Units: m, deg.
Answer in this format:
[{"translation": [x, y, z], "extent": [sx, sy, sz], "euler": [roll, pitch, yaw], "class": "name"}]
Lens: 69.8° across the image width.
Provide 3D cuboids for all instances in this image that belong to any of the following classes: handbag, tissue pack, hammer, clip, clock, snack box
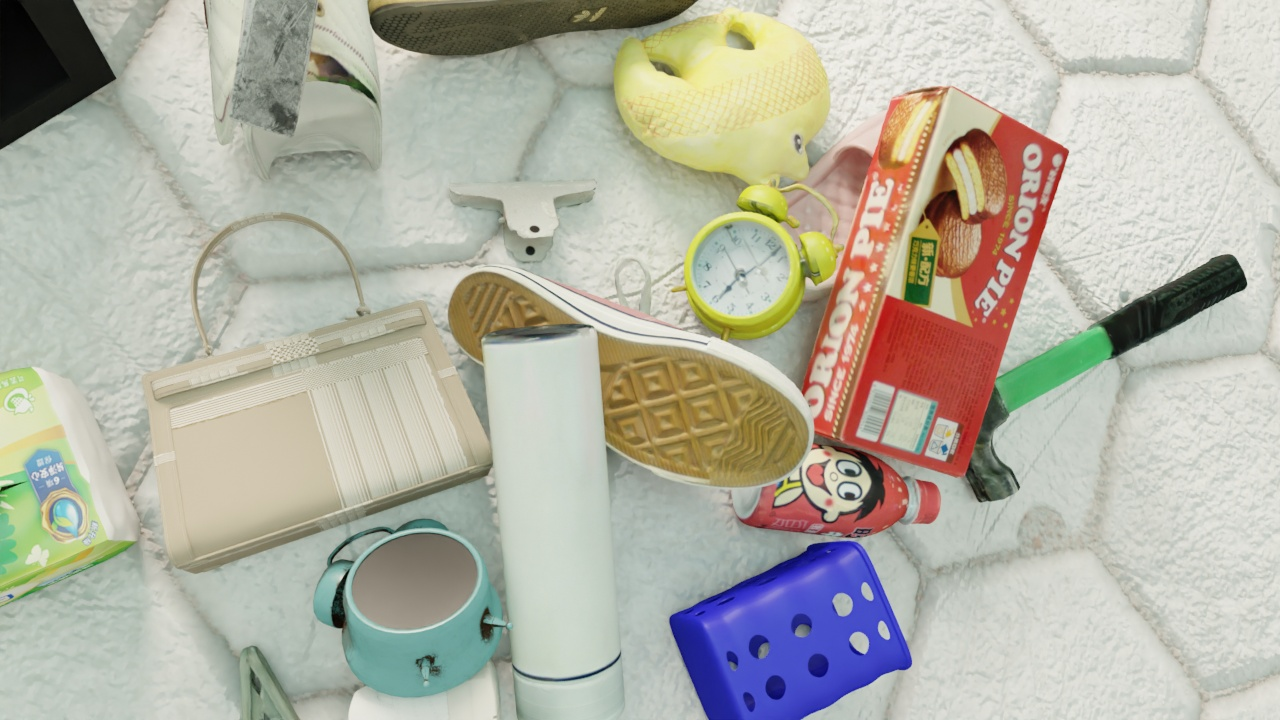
[{"translation": [-0.213, -0.221, 0.544], "extent": [0.096, 0.142, 0.198], "euler": [-8, 80, -15], "class": "handbag"}, {"translation": [-0.366, 0.082, 0.436], "extent": [0.197, 0.142, 0.120], "euler": [-31, 88, -19], "class": "tissue pack"}, {"translation": [-0.279, -0.230, 0.493], "extent": [0.301, 0.037, 0.217], "euler": [7, 91, 30], "class": "hammer"}, {"translation": [-0.205, 0.001, 0.547], "extent": [0.175, 0.062, 0.198], "euler": [-18, 78, -18], "class": "handbag"}, {"translation": [-0.074, -0.099, 0.613], "extent": [0.101, 0.044, 0.054], "euler": [-6, 67, -16], "class": "clip"}, {"translation": [0.078, -0.066, 0.611], "extent": [0.119, 0.057, 0.083], "euler": [-44, 79, 3], "class": "clock"}, {"translation": [-0.212, 0.198, 0.519], "extent": [0.061, 0.023, 0.075], "euler": [-16, 85, -19], "class": "clip"}, {"translation": [0.194, -0.050, 0.617], "extent": [0.113, 0.060, 0.236], "euler": [16, 92, -26], "class": "snack box"}, {"translation": [-0.132, 0.130, 0.517], "extent": [0.089, 0.053, 0.124], "euler": [-29, 46, -35], "class": "clock"}, {"translation": [0.358, -0.014, 0.717], "extent": [0.318, 0.032, 0.130], "euler": [-24, 85, -19], "class": "hammer"}]

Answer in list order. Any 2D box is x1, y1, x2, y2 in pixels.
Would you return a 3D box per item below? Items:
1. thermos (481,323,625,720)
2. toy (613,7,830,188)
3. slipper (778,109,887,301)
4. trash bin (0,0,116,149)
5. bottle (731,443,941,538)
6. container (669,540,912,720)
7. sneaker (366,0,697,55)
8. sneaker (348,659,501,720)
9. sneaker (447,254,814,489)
[{"translation": [-0.049, 0.096, 0.528], "extent": [0.067, 0.068, 0.230], "euler": [-7, 99, -17], "class": "thermos"}, {"translation": [0.068, -0.189, 0.657], "extent": [0.170, 0.065, 0.155], "euler": [-24, 73, -24], "class": "toy"}, {"translation": [0.174, -0.121, 0.674], "extent": [0.221, 0.056, 0.107], "euler": [-32, 87, -16], "class": "slipper"}, {"translation": [-0.416, -0.210, 0.484], "extent": [0.139, 0.140, 0.172], "euler": [-43, 92, -19], "class": "trash bin"}, {"translation": [0.134, 0.088, 0.616], "extent": [0.137, 0.062, 0.062], "euler": [8, 77, -13], "class": "bottle"}, {"translation": [0.090, 0.175, 0.574], "extent": [0.113, 0.085, 0.084], "euler": [-21, 84, -17], "class": "container"}, {"translation": [-0.069, -0.276, 0.620], "extent": [0.241, 0.089, 0.102], "euler": [-16, 92, -23], "class": "sneaker"}, {"translation": [-0.123, 0.288, 0.494], "extent": [0.104, 0.090, 0.236], "euler": [-4, 81, -7], "class": "sneaker"}, {"translation": [-0.003, 0.003, 0.582], "extent": [0.241, 0.087, 0.118], "euler": [26, 105, 11], "class": "sneaker"}]
